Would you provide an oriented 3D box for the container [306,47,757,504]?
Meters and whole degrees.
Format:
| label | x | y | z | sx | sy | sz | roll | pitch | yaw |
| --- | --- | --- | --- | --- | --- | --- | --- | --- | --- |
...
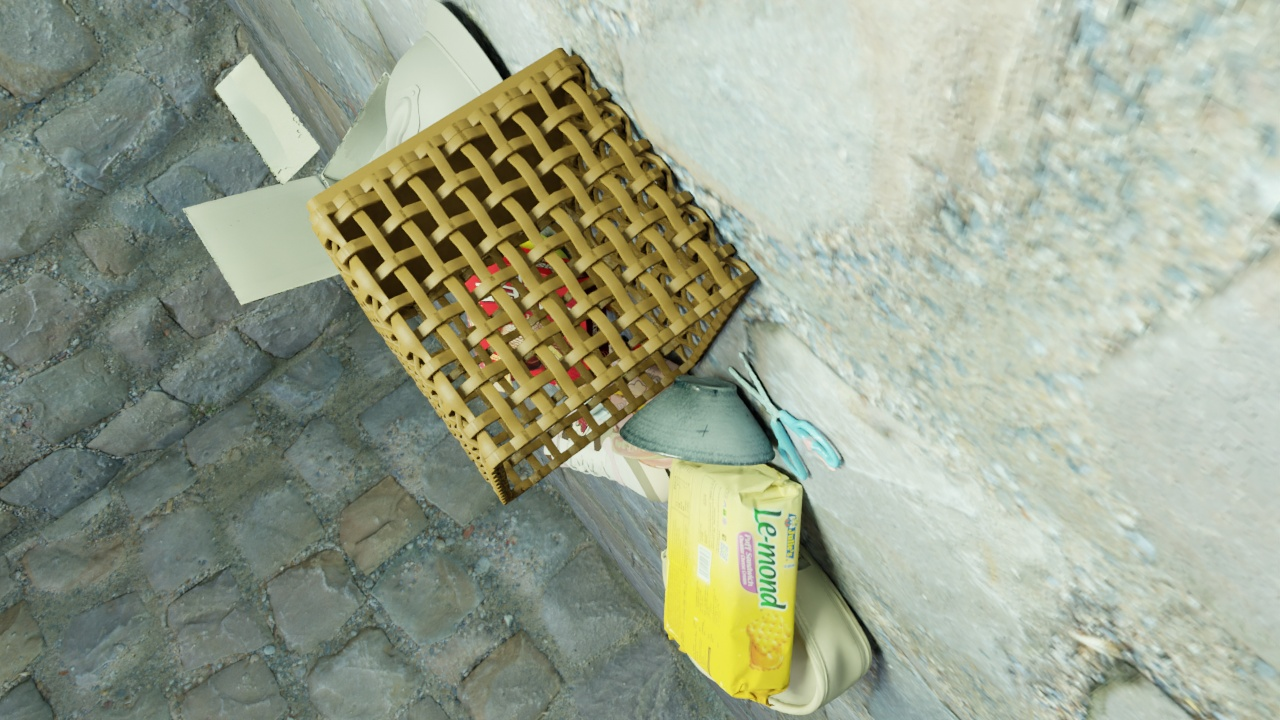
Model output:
| label | x | y | z | sx | sy | sz | roll | pitch | yaw |
| --- | --- | --- | --- | --- | --- | --- | --- | --- | --- |
| container | -0.084 | -0.049 | 0.721 | 0.214 | 0.219 | 0.252 | 52 | 167 | 8 |

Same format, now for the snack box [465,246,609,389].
| label | x | y | z | sx | sy | sz | roll | pitch | yaw |
| --- | --- | --- | --- | --- | --- | --- | --- | --- | --- |
| snack box | -0.107 | -0.045 | 0.947 | 0.152 | 0.035 | 0.133 | 18 | 129 | 27 |

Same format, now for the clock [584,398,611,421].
| label | x | y | z | sx | sy | sz | roll | pitch | yaw |
| --- | --- | --- | --- | --- | --- | --- | --- | --- | --- |
| clock | -0.068 | 0.038 | 1.243 | 0.083 | 0.057 | 0.118 | 46 | 172 | 30 |

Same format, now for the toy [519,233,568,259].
| label | x | y | z | sx | sy | sz | roll | pitch | yaw |
| --- | --- | --- | --- | --- | --- | --- | --- | --- | --- |
| toy | -0.144 | -0.104 | 1.037 | 0.207 | 0.092 | 0.134 | 42 | 132 | 18 |

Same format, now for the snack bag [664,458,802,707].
| label | x | y | z | sx | sy | sz | roll | pitch | yaw |
| --- | --- | --- | --- | --- | --- | --- | --- | --- | --- |
| snack bag | 0.081 | 0.201 | 0.889 | 0.160 | 0.068 | 0.247 | 22 | 114 | 59 |

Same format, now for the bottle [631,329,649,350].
| label | x | y | z | sx | sy | sz | roll | pitch | yaw |
| --- | --- | --- | --- | --- | --- | --- | --- | --- | --- |
| bottle | -0.006 | 0.006 | 0.959 | 0.036 | 0.036 | 0.119 | 49 | 149 | 22 |

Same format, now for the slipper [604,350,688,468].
| label | x | y | z | sx | sy | sz | roll | pitch | yaw |
| --- | --- | --- | --- | --- | --- | --- | --- | --- | --- |
| slipper | 0.009 | 0.069 | 0.935 | 0.093 | 0.081 | 0.197 | 6 | 145 | 16 |

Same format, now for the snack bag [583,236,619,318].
| label | x | y | z | sx | sy | sz | roll | pitch | yaw |
| --- | --- | --- | --- | --- | --- | --- | --- | --- | --- |
| snack bag | -0.041 | -0.085 | 0.916 | 0.099 | 0.020 | 0.026 | 58 | 158 | -17 |

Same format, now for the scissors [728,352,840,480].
| label | x | y | z | sx | sy | sz | roll | pitch | yaw |
| --- | --- | --- | --- | --- | --- | --- | --- | --- | --- |
| scissors | 0.118 | 0.056 | 0.752 | 0.135 | 0.015 | 0.130 | 51 | 167 | 38 |

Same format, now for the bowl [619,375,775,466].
| label | x | y | z | sx | sy | sz | roll | pitch | yaw |
| --- | --- | --- | --- | --- | --- | --- | --- | --- | --- |
| bowl | 0.053 | 0.046 | 0.798 | 0.137 | 0.137 | 0.057 | -156 | 72 | -65 |

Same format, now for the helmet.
| label | x | y | z | sx | sy | sz | roll | pitch | yaw |
| --- | --- | --- | --- | --- | --- | --- | --- | --- | --- |
| helmet | -0.191 | -0.215 | 0.900 | 0.183 | 0.117 | 0.271 | 50 | 168 | 15 |

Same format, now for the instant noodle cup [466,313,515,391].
| label | x | y | z | sx | sy | sz | roll | pitch | yaw |
| --- | --- | --- | --- | --- | --- | --- | --- | --- | --- |
| instant noodle cup | -0.170 | -0.054 | 1.214 | 0.178 | 0.077 | 0.179 | 40 | 136 | 53 |

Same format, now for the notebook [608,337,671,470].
| label | x | y | z | sx | sy | sz | roll | pitch | yaw |
| --- | --- | --- | --- | --- | --- | --- | --- | --- | --- |
| notebook | 0.021 | 0.075 | 1.097 | 0.225 | 0.024 | 0.167 | 55 | 168 | -3 |

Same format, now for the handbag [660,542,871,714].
| label | x | y | z | sx | sy | sz | roll | pitch | yaw |
| --- | --- | --- | --- | --- | --- | --- | --- | --- | --- |
| handbag | 0.140 | 0.267 | 0.994 | 0.230 | 0.131 | 0.184 | -26 | 83 | 52 |

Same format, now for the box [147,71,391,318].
| label | x | y | z | sx | sy | sz | roll | pitch | yaw |
| --- | --- | --- | --- | --- | --- | --- | --- | --- | --- |
| box | -0.356 | -0.188 | 1.039 | 0.167 | 0.329 | 0.165 | 50 | 152 | 25 |

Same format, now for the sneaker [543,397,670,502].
| label | x | y | z | sx | sy | sz | roll | pitch | yaw |
| --- | --- | --- | --- | --- | --- | --- | --- | --- | --- |
| sneaker | -0.059 | 0.133 | 1.312 | 0.294 | 0.116 | 0.112 | 37 | 158 | 52 |
